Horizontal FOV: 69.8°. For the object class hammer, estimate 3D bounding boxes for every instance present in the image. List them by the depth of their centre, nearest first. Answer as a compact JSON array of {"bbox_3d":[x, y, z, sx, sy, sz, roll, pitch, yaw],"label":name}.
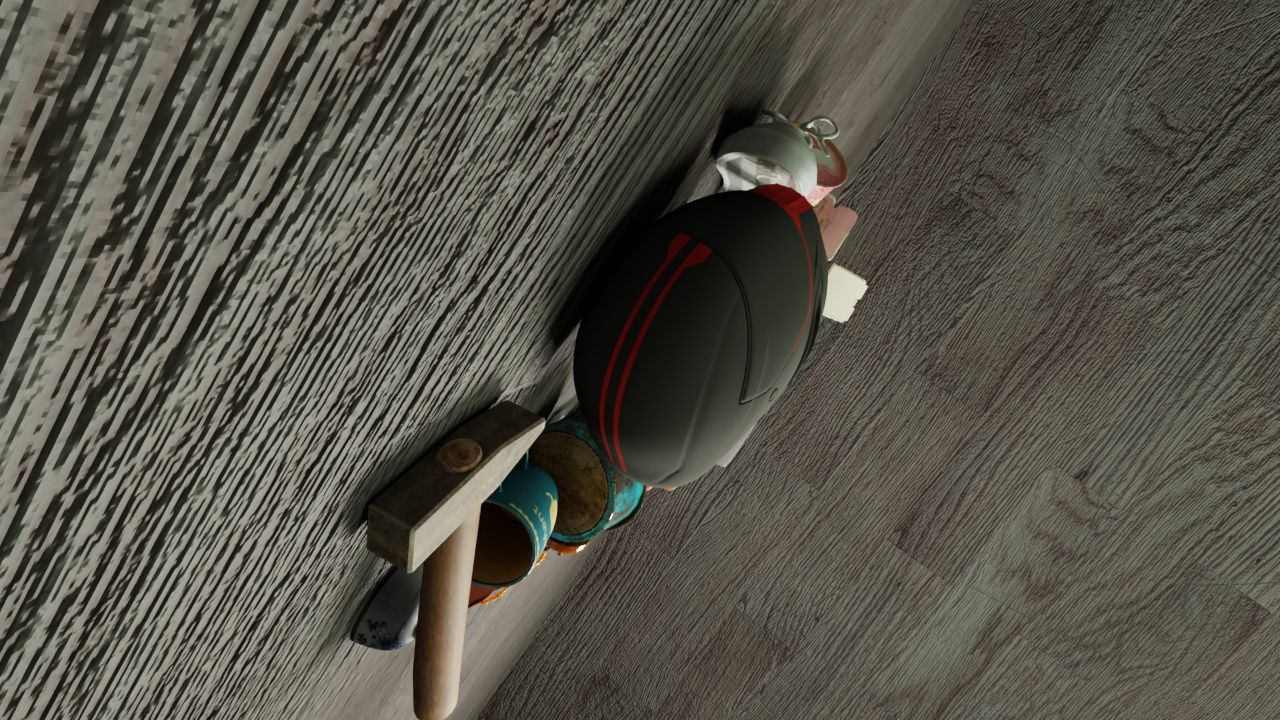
[{"bbox_3d":[-0.145,0.177,0.701,0.157,0.037,0.302,-46,156,-50],"label":"hammer"}]

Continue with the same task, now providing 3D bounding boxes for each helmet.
[{"bbox_3d":[0.037,-0.019,0.728,0.169,0.164,0.265,-8,126,-58],"label":"helmet"}]

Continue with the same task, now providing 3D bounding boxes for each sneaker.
[{"bbox_3d":[0.126,-0.194,0.847,0.091,0.089,0.242,-59,179,3],"label":"sneaker"}]

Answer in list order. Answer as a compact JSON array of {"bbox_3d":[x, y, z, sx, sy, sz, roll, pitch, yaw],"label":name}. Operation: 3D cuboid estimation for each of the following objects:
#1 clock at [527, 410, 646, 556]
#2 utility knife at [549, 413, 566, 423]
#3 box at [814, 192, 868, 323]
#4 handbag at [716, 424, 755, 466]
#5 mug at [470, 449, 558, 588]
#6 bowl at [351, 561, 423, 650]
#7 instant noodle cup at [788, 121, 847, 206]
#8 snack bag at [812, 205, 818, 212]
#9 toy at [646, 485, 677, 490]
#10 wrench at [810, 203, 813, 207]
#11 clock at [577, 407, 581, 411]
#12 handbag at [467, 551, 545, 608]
[{"bbox_3d":[-0.066,0.122,0.890,0.158,0.121,0.073,-46,165,27],"label":"clock"},{"bbox_3d":[-0.050,0.077,0.986,0.022,0.015,0.151,-59,149,6],"label":"utility knife"},{"bbox_3d":[0.213,-0.134,1.123,0.144,0.193,0.106,-62,-171,14],"label":"box"},{"bbox_3d":[0.104,0.021,1.377,0.221,0.125,0.205,-93,-155,-53],"label":"handbag"},{"bbox_3d":[-0.114,0.121,0.789,0.104,0.084,0.112,-52,147,-70],"label":"mug"},{"bbox_3d":[-0.188,0.204,0.779,0.114,0.045,0.114,-53,173,-10],"label":"bowl"},{"bbox_3d":[0.164,-0.199,1.047,0.097,0.097,0.109,-48,178,-42],"label":"instant noodle cup"},{"bbox_3d":[0.081,-0.112,0.839,0.158,0.013,0.057,-15,167,-2],"label":"snack bag"},{"bbox_3d":[0.027,0.069,1.096,0.112,0.096,0.176,-13,-112,57],"label":"toy"},{"bbox_3d":[0.100,-0.108,0.981,0.073,0.022,0.274,-34,-178,-30],"label":"wrench"},{"bbox_3d":[-0.060,0.085,1.057,0.124,0.044,0.087,-48,170,-42],"label":"clock"},{"bbox_3d":[-0.145,0.208,0.983,0.109,0.060,0.171,-37,-179,26],"label":"handbag"}]
